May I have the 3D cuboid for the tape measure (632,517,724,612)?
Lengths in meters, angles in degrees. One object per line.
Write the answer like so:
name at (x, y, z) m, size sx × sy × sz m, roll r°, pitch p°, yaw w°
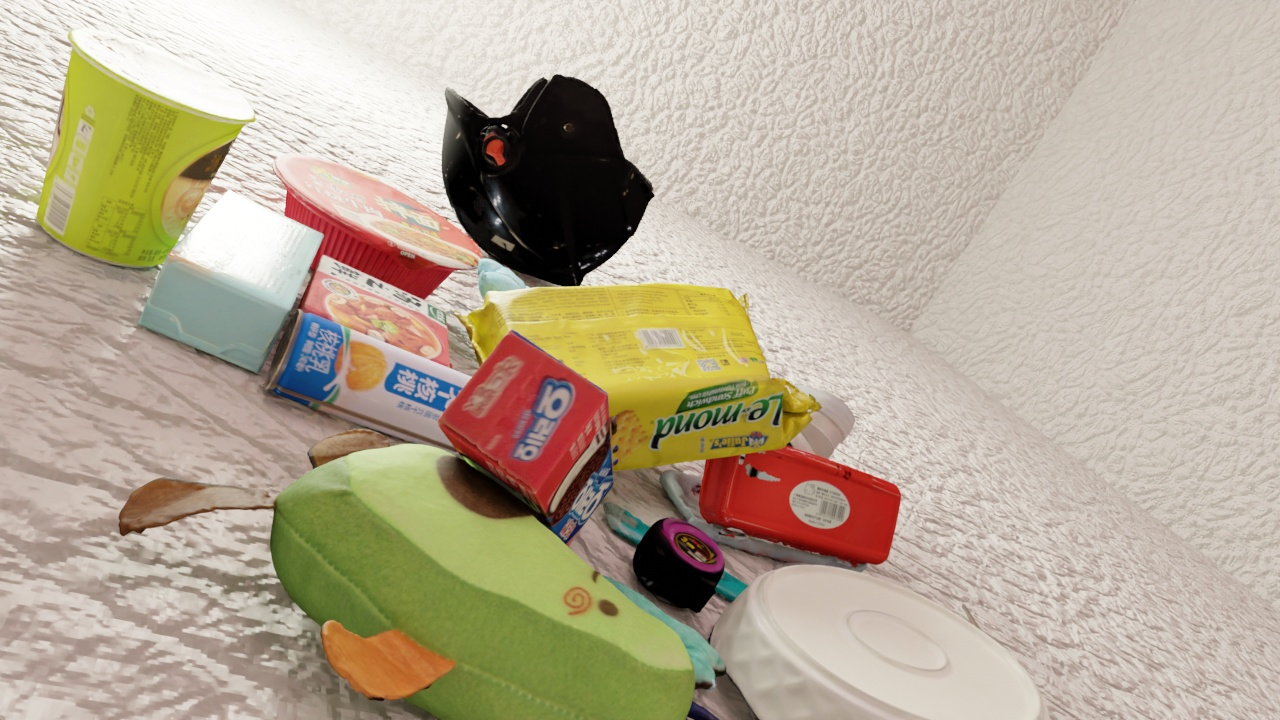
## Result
tape measure at (0.024, 0.133, 0.593) m, size 0.057 × 0.039 × 0.057 m, roll 31°, pitch 20°, yaw -1°

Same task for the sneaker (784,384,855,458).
sneaker at (0.094, 0.056, 0.936) m, size 0.242 × 0.090 × 0.089 m, roll 20°, pitch -26°, yaw 42°

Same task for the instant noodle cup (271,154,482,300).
instant noodle cup at (-0.240, -0.108, 0.811) m, size 0.194 × 0.066 × 0.193 m, roll 29°, pitch 14°, yaw -8°

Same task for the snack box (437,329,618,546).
snack box at (-0.051, 0.052, 0.487) m, size 0.057 × 0.058 × 0.208 m, roll 33°, pitch -16°, yaw 9°

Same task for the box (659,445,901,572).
box at (0.113, 0.121, 0.769) m, size 0.201 × 0.095 × 0.099 m, roll 20°, pitch -11°, yaw -32°

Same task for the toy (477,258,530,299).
toy at (-0.095, -0.031, 0.826) m, size 0.156 × 0.050 × 0.161 m, roll 52°, pitch -2°, yaw -21°

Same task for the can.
can at (-0.160, 0.017, 0.577) m, size 0.134 × 0.053 × 0.053 m, roll 24°, pitch 16°, yaw -26°

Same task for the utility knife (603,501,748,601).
utility knife at (0.053, 0.150, 0.640) m, size 0.187 × 0.013 × 0.029 m, roll 31°, pitch 22°, yaw -1°

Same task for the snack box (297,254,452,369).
snack box at (-0.182, -0.016, 0.661) m, size 0.127 × 0.044 × 0.113 m, roll 25°, pitch 16°, yaw -23°

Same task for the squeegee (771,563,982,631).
squeegee at (0.216, 0.209, 0.723) m, size 0.249 × 0.040 × 0.247 m, roll 28°, pitch 15°, yaw -10°

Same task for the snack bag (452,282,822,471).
snack bag at (-0.004, 0.004, 0.683) m, size 0.246 × 0.068 × 0.158 m, roll -5°, pitch 42°, yaw -19°

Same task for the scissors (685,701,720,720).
scissors at (0.057, 0.221, 0.420) m, size 0.163 × 0.012 × 0.162 m, roll 22°, pitch 17°, yaw -33°

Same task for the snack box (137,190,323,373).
snack box at (-0.268, -0.058, 0.617) m, size 0.074 × 0.052 × 0.174 m, roll 27°, pitch 16°, yaw -21°

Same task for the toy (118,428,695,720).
toy at (-0.080, 0.097, 0.397) m, size 0.247 × 0.090 × 0.226 m, roll 30°, pitch 9°, yaw 13°

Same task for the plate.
plate at (0.146, 0.184, 0.550) m, size 0.205 × 0.045 × 0.204 m, roll 17°, pitch 12°, yaw -4°

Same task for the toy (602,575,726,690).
toy at (0.007, 0.153, 0.503) m, size 0.092 × 0.030 × 0.096 m, roll 30°, pitch 5°, yaw 3°

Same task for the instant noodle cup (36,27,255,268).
instant noodle cup at (-0.328, -0.131, 0.596) m, size 0.111 × 0.124 × 0.111 m, roll 29°, pitch 17°, yaw -10°

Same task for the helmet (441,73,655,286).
helmet at (-0.121, -0.219, 1.096) m, size 0.275 × 0.230 × 0.233 m, roll 21°, pitch 6°, yaw -1°
